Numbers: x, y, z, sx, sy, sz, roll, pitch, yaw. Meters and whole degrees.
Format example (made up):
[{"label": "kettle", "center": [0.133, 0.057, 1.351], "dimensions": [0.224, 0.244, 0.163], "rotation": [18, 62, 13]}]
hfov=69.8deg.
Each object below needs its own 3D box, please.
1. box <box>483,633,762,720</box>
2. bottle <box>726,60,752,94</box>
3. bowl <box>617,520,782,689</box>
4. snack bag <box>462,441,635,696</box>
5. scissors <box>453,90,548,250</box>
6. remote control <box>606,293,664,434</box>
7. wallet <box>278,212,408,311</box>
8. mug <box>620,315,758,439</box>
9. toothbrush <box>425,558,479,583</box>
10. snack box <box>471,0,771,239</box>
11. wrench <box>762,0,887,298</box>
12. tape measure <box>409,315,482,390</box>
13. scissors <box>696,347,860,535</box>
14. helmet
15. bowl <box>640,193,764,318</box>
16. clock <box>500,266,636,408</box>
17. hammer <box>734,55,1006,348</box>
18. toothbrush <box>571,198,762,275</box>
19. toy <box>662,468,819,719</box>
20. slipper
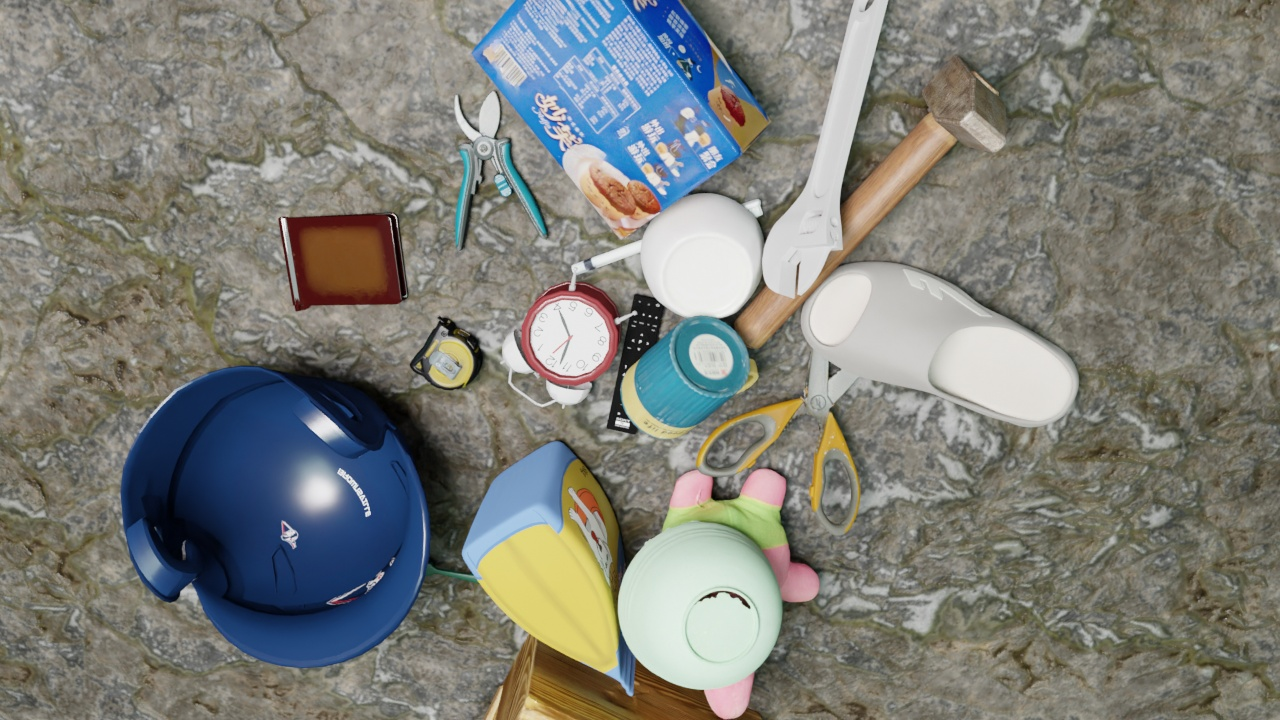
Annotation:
[{"label": "box", "center": [-0.053, 0.470, 0.925], "dimensions": [0.279, 0.284, 0.323], "rotation": [26, 95, -4]}, {"label": "bottle", "center": [0.020, -0.274, 0.782], "dimensions": [0.055, 0.055, 0.174], "rotation": [-41, 99, 14]}, {"label": "bowl", "center": [0.060, 0.222, 0.804], "dimensions": [0.151, 0.077, 0.151], "rotation": [0, 91, -11]}, {"label": "snack bag", "center": [-0.063, 0.201, 0.882], "dimensions": [0.102, 0.158, 0.205], "rotation": [-33, 104, 11]}, {"label": "scissors", "center": [-0.144, -0.163, 0.847], "dimensions": [0.125, 0.019, 0.154], "rotation": [-38, 99, 13]}, {"label": "remote control", "center": [-0.005, 0.005, 0.893], "dimensions": [0.030, 0.009, 0.140], "rotation": [12, 108, 0]}, {"label": "wallet", "center": [-0.286, -0.094, 0.882], "dimensions": [0.116, 0.018, 0.091], "rotation": [-1, 108, 8]}, {"label": "mug", "center": [0.053, 0.015, 0.835], "dimensions": [0.113, 0.108, 0.083], "rotation": [-1, 66, -26]}, {"label": "toothbrush", "center": [-0.150, 0.234, 0.973], "dimensions": [0.190, 0.017, 0.016], "rotation": [12, 107, -1]}, {"label": "snack box", "center": [-0.018, -0.225, 0.757], "dimensions": [0.203, 0.069, 0.155], "rotation": [50, 136, -11]}, {"label": "wrench", "center": [0.159, -0.186, 0.776], "dimensions": [0.018, 0.087, 0.273], "rotation": [15, 87, -27]}, {"label": "tape measure", "center": [-0.185, -0.002, 0.892], "dimensions": [0.061, 0.034, 0.062], "rotation": [32, 107, -8]}, {"label": "scissors", "center": [0.149, 0.056, 0.871], "dimensions": [0.216, 0.016, 0.225], "rotation": [-1, 93, -2]}, {"label": "helmet", "center": [-0.305, 0.143, 0.842], "dimensions": [0.232, 0.223, 0.272], "rotation": [-37, 72, -1]}, {"label": "bowl", "center": [0.057, -0.086, 0.822], "dimensions": [0.116, 0.065, 0.116], "rotation": [0, 117, 1]}, {"label": "clock", "center": [-0.071, -0.017, 0.871], "dimensions": [0.096, 0.048, 0.138], "rotation": [36, 105, -7]}, {"label": "hammer", "center": [0.184, -0.117, 0.789], "dimensions": [0.037, 0.157, 0.302], "rotation": [36, 119, -10]}, {"label": "toothbrush", "center": [0.024, -0.112, 0.854], "dimensions": [0.187, 0.012, 0.017], "rotation": [-18, 107, 10]}, {"label": "toy", "center": [0.084, 0.224, 0.892], "dimensions": [0.192, 0.097, 0.236], "rotation": [1, 81, -5]}, {"label": "slipper", "center": [0.279, -0.009, 0.825], "dimensions": [0.266, 0.080, 0.113], "rotation": [23, 98, -3]}]
